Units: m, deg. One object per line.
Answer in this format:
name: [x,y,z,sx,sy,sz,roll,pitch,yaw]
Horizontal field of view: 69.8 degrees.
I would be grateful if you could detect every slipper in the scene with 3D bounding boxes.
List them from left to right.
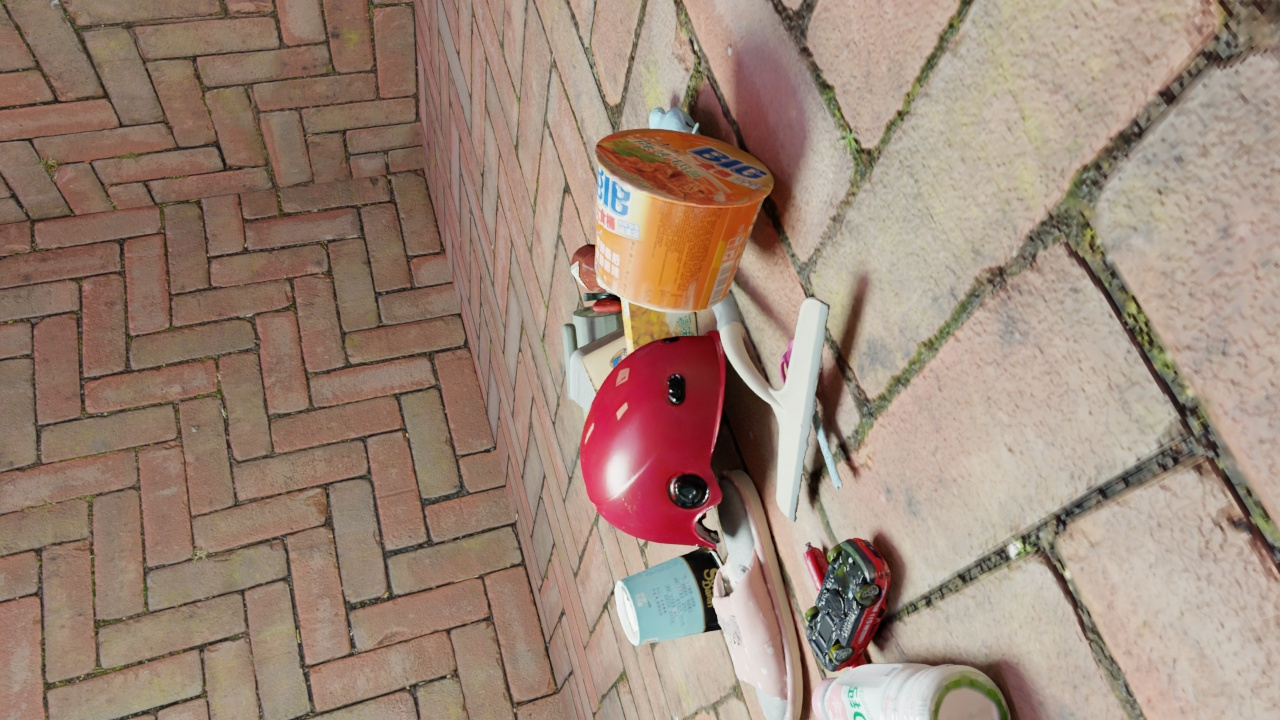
slipper: [0.110,0.250,0.953,0.114,0.054,0.274,161,98,-74]

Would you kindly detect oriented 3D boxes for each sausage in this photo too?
sausage: [0.173,0.230,0.791,0.020,0.020,0.155,111,143,-62]

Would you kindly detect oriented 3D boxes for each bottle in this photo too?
bottle: [-0.048,-0.115,1.189,0.206,0.059,0.060,-136,37,-73]
bottle: [0.185,0.256,0.673,0.197,0.068,0.068,132,125,-68]

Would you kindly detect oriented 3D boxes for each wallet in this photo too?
wallet: [-0.006,0.006,1.082,0.087,0.115,0.024,65,-176,27]

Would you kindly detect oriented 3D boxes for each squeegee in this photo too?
squeegee: [0.090,-0.022,0.825,0.246,0.039,0.247,-111,15,-46]

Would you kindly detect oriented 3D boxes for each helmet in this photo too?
helmet: [0.010,0.079,0.951,0.206,0.144,0.240,-95,7,-51]

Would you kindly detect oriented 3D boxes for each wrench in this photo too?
wrench: [-0.041,-0.073,1.134,0.273,0.056,0.016,-123,31,-82]

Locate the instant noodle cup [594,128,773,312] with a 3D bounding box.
instant noodle cup: [0.027,-0.117,0.782,0.151,0.151,0.112,-121,33,-48]

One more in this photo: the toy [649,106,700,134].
toy: [0.037,-0.197,0.902,0.156,0.050,0.161,90,164,-67]

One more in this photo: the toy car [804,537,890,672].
toy car: [0.169,0.195,0.736,0.053,0.045,0.121,-124,35,-48]

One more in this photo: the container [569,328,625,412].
container: [-0.020,0.036,1.147,0.114,0.090,0.090,43,147,34]

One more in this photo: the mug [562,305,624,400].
mug: [-0.060,-0.013,1.238,0.084,0.123,0.103,6,109,33]

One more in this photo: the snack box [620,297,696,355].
snack box: [0.016,-0.082,0.999,0.027,0.077,0.156,-145,46,-67]

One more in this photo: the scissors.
scissors: [0.145,0.043,0.756,0.063,0.017,0.135,111,148,-56]

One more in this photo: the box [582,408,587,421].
box: [-0.051,0.086,1.296,0.168,0.079,0.091,-171,72,-82]

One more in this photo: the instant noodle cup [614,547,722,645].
instant noodle cup: [0.036,0.287,1.107,0.111,0.120,0.111,168,90,-74]
